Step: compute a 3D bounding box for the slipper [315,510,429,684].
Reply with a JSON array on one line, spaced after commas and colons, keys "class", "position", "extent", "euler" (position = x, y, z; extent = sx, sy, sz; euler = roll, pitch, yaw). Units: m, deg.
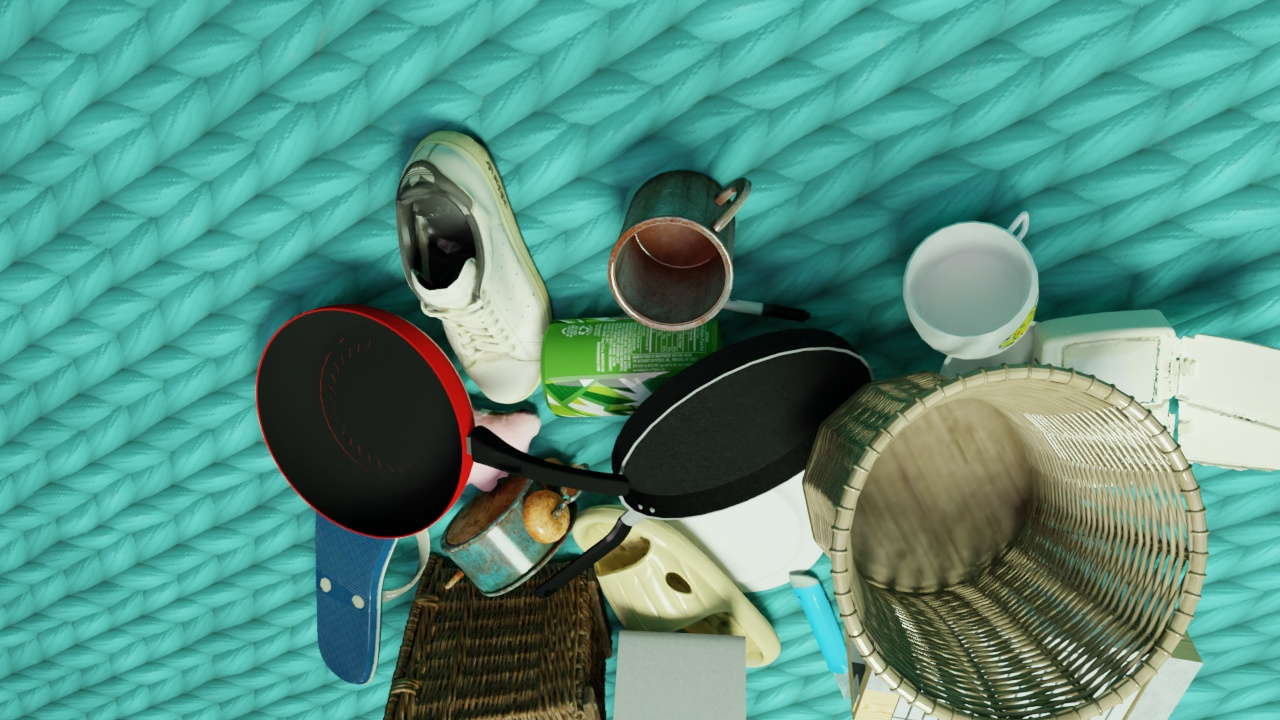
[{"class": "slipper", "position": [-0.270, 0.183, 0.915], "extent": [0.118, 0.060, 0.295], "euler": [19, 107, 26]}]

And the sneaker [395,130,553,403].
[{"class": "sneaker", "position": [-0.135, -0.055, 0.738], "extent": [0.089, 0.102, 0.242], "euler": [-7, 120, 12]}]

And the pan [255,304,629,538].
[{"class": "pan", "position": [-0.167, 0.062, 0.762], "extent": [0.357, 0.067, 0.209], "euler": [8, 111, 19]}]

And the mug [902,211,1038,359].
[{"class": "mug", "position": [0.252, -0.059, 0.684], "extent": [0.094, 0.068, 0.115], "euler": [39, 94, 25]}]

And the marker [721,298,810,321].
[{"class": "marker", "position": [0.066, -0.048, 0.767], "extent": [0.152, 0.011, 0.011], "euler": [9, 122, 3]}]

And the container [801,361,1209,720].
[{"class": "container", "position": [0.225, 0.107, 0.643], "extent": [0.227, 0.196, 0.227], "euler": [0, 94, -1]}]

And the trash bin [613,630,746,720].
[{"class": "trash bin", "position": [0.040, 0.353, 0.900], "extent": [0.114, 0.114, 0.229], "euler": [2, 149, 4]}]

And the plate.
[{"class": "plate", "position": [0.089, 0.161, 0.887], "extent": [0.188, 0.016, 0.189], "euler": [4, 121, 6]}]

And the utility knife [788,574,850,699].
[{"class": "utility knife", "position": [0.194, 0.288, 0.950], "extent": [0.031, 0.015, 0.196], "euler": [-13, 118, 19]}]

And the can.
[{"class": "can", "position": [-0.005, 0.004, 0.766], "extent": [0.144, 0.082, 0.083], "euler": [-2, 121, 9]}]

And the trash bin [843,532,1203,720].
[{"class": "trash bin", "position": [0.324, 0.244, 0.829], "extent": [0.247, 0.142, 0.143], "euler": [9, 122, 3]}]

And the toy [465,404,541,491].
[{"class": "toy", "position": [-0.147, 0.078, 0.850], "extent": [0.102, 0.050, 0.093], "euler": [10, 113, -2]}]

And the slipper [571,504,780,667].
[{"class": "slipper", "position": [0.035, 0.240, 0.894], "extent": [0.261, 0.079, 0.112], "euler": [43, 134, -20]}]

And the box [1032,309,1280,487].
[{"class": "box", "position": [0.390, 0.035, 0.691], "extent": [0.186, 0.065, 0.145], "euler": [2, 122, 30]}]

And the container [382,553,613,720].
[{"class": "container", "position": [-0.124, 0.316, 0.889], "extent": [0.183, 0.249, 0.162], "euler": [-9, 120, 4]}]

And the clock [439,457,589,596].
[{"class": "clock", "position": [-0.105, 0.150, 0.851], "extent": [0.158, 0.121, 0.073], "euler": [-34, 107, 18]}]

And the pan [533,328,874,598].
[{"class": "pan", "position": [0.034, 0.095, 0.768], "extent": [0.357, 0.034, 0.225], "euler": [-39, 144, 19]}]

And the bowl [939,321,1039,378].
[{"class": "bowl", "position": [0.297, 0.007, 0.749], "extent": [0.110, 0.040, 0.110], "euler": [4, 121, 6]}]

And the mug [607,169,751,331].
[{"class": "mug", "position": [0.038, -0.096, 0.687], "extent": [0.096, 0.110, 0.123], "euler": [40, 118, -22]}]
